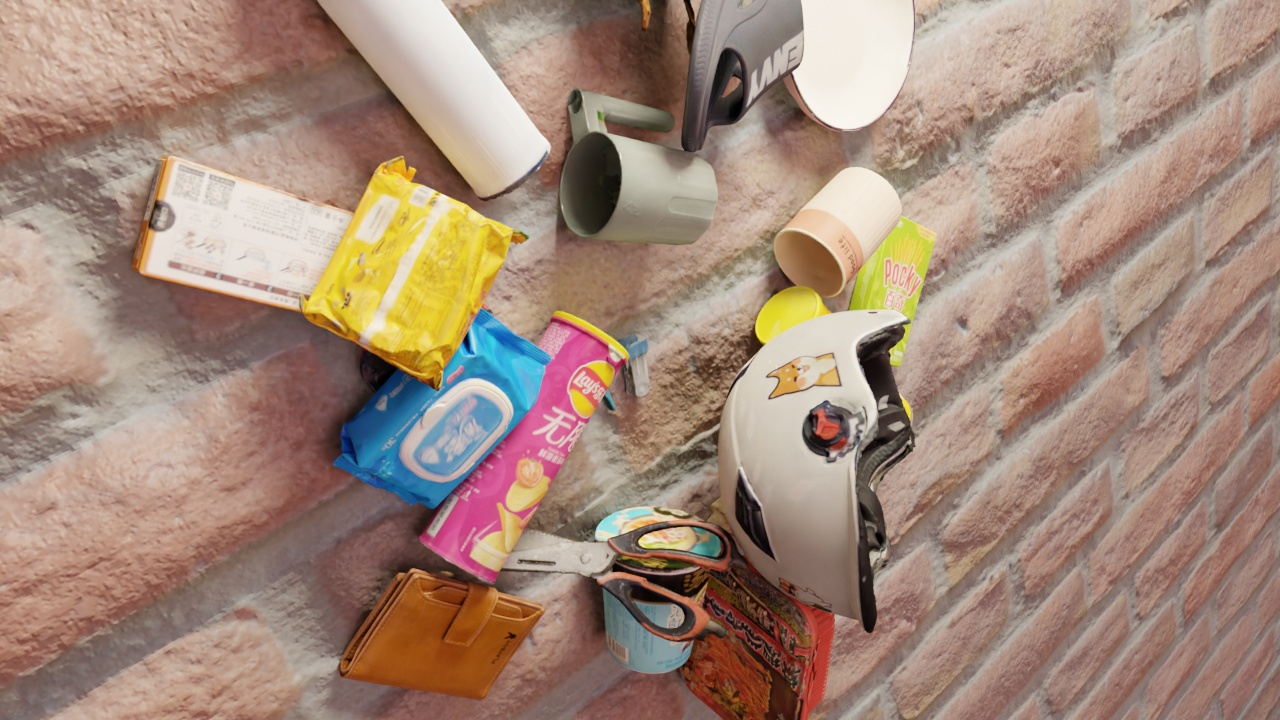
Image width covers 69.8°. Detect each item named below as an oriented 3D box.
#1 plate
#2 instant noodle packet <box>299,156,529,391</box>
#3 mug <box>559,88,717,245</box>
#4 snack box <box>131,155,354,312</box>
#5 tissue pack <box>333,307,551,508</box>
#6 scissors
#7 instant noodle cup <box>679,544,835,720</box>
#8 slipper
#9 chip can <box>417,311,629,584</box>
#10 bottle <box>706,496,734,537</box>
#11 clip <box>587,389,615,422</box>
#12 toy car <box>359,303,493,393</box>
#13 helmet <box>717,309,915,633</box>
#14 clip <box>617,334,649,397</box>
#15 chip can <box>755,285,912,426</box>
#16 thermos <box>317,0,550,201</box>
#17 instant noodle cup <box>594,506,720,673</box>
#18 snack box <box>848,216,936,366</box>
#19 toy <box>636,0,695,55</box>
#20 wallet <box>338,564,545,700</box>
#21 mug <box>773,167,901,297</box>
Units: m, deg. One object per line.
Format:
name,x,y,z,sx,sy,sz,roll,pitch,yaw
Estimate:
plate,0.190,-0.316,0.874,0.192,0.039,0.192,-11,108,-37
instant noodle packet,-0.152,-0.060,0.617,0.111,0.044,0.128,29,79,-5
mug,-0.004,-0.155,0.748,0.103,0.084,0.124,1,75,-39
snack box,-0.243,-0.075,0.608,0.153,0.026,0.075,15,91,-39
tissue pack,-0.140,0.037,0.669,0.157,0.052,0.095,-47,137,0
scissors,-0.026,0.175,0.745,0.201,0.015,0.206,-34,77,-8
instant noodle cup,0.111,0.263,0.858,0.079,0.164,0.189,-15,119,-35
slipper,0.099,-0.286,0.740,0.111,0.083,0.267,88,21,-68
chip can,-0.091,0.068,0.729,0.071,0.071,0.210,38,78,-37
bottle,0.122,0.130,0.917,0.149,0.067,0.067,-35,120,-18
clip,-0.040,0.025,0.795,0.032,0.013,0.054,-24,114,-32
toy car,-0.158,-0.010,0.682,0.106,0.031,0.049,-23,131,-26
helmet,0.143,0.082,0.789,0.230,0.157,0.273,65,37,-51
clip,-0.005,0.007,0.816,0.026,0.042,0.058,-26,118,-32
chip can,0.203,0.012,0.941,0.213,0.072,0.072,41,75,-36
thermos,-0.152,-0.215,0.622,0.073,0.073,0.224,-51,125,-17
instant noodle cup,0.013,0.210,0.827,0.111,0.111,0.120,-12,115,-35
snack box,0.270,-0.077,1.002,0.085,0.026,0.156,14,91,-39
toy,0.019,-0.364,0.700,0.226,0.090,0.247,-6,100,-61
wallet,-0.152,0.213,0.728,0.130,0.035,0.119,27,106,-38
mug,0.195,-0.117,0.908,0.105,0.082,0.115,-46,150,-22
